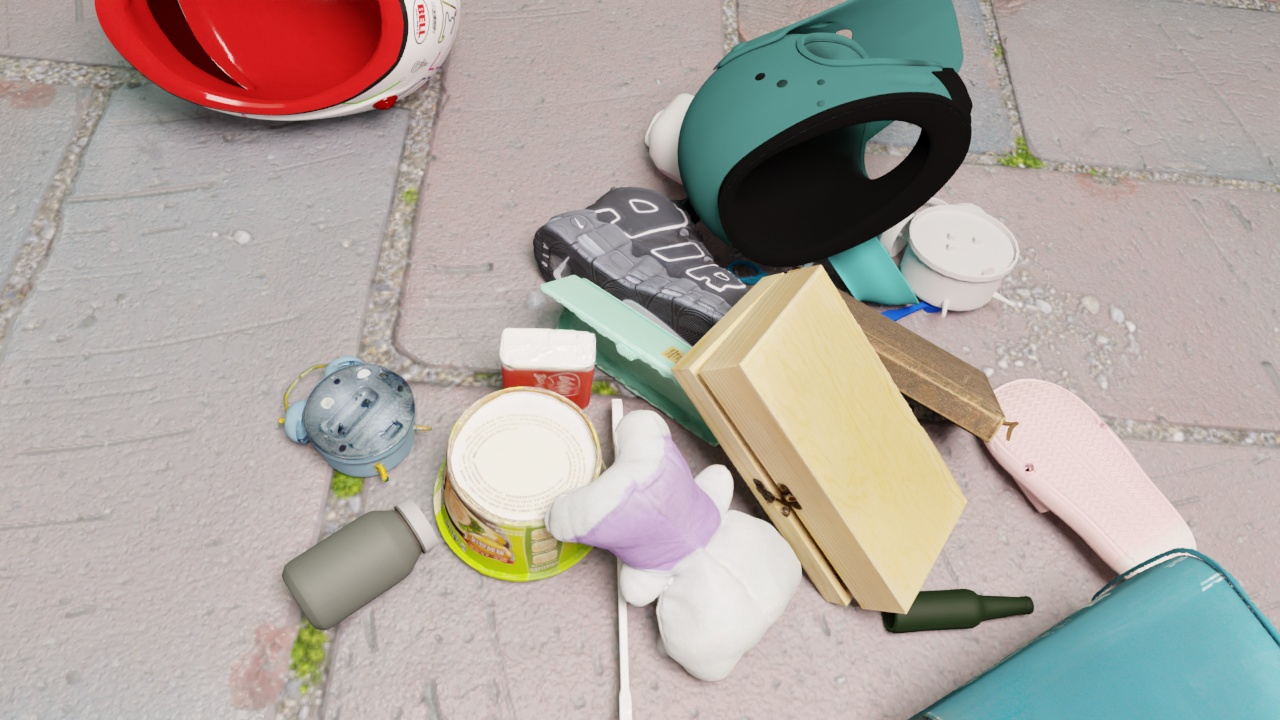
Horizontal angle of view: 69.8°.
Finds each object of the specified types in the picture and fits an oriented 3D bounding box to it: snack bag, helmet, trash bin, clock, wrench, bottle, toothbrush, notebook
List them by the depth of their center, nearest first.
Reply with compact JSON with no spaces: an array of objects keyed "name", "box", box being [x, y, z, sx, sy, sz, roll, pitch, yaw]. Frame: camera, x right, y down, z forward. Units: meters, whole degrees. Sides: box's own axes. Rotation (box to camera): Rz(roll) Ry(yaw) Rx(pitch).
[{"name":"trash bin","box":[0.314,0.275,0.631,0.218,0.197,0.199,-21,63,-12]},{"name":"bottle","box":[-0.213,0.154,0.705,0.108,0.060,0.060,-33,68,-23]},{"name":"wrench","box":[-0.016,0.154,0.738,0.009,0.047,0.272,-1,63,-3]},{"name":"bottle","box":[0.261,0.203,0.750,0.123,0.033,0.033,-1,60,-8]},{"name":"clock","box":[-0.243,0.045,0.770,0.124,0.052,0.088,30,62,12]},{"name":"snack bag","box":[-0.078,0.012,0.773,0.077,0.116,0.036,2,65,-6]},{"name":"notebook","box":[0.213,-0.006,0.793,0.215,0.034,0.189,31,18,5]},{"name":"helmet","box":[0.163,-0.216,0.816,0.275,0.176,0.199,-24,42,19]},{"name":"helmet","box":[-0.336,-0.358,0.891,0.314,0.231,0.235,-3,33,-14]},{"name":"toothbrush","box":[0.225,-0.038,0.902,0.186,0.011,0.016,-15,63,-12]},{"name":"clock","box":[0.307,-0.117,0.919,0.119,0.061,0.159,-9,50,-12]}]

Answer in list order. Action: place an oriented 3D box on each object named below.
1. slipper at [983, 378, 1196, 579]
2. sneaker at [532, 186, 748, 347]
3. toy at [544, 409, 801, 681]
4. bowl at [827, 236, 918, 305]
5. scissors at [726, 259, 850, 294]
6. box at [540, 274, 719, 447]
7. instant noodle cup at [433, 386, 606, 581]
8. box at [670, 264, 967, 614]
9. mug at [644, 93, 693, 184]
[{"name":"slipper","box":[0.385,0.106,0.809,0.106,0.056,0.221,-23,56,-17]},{"name":"sneaker","box":[0.039,-0.089,0.862,0.252,0.097,0.150,29,58,16]},{"name":"toy","box":[0.039,0.140,0.688,0.209,0.086,0.137,49,68,-22]},{"name":"bowl","box":[0.216,-0.092,0.892,0.046,0.121,0.121,-34,65,13]},{"name":"scissors","box":[0.147,-0.063,0.906,0.127,0.014,0.127,4,56,-11]},{"name":"box","box":[-0.002,0.003,0.786,0.187,0.112,0.078,33,106,11]},{"name":"instant noodle cup","box":[-0.094,0.093,0.732,0.146,0.098,0.146,3,59,-5]},{"name":"box","box":[0.144,0.063,0.719,0.249,0.092,0.127,55,53,-19]},{"name":"mug","box":[0.043,-0.228,0.953,0.124,0.090,0.076,36,97,47]}]
